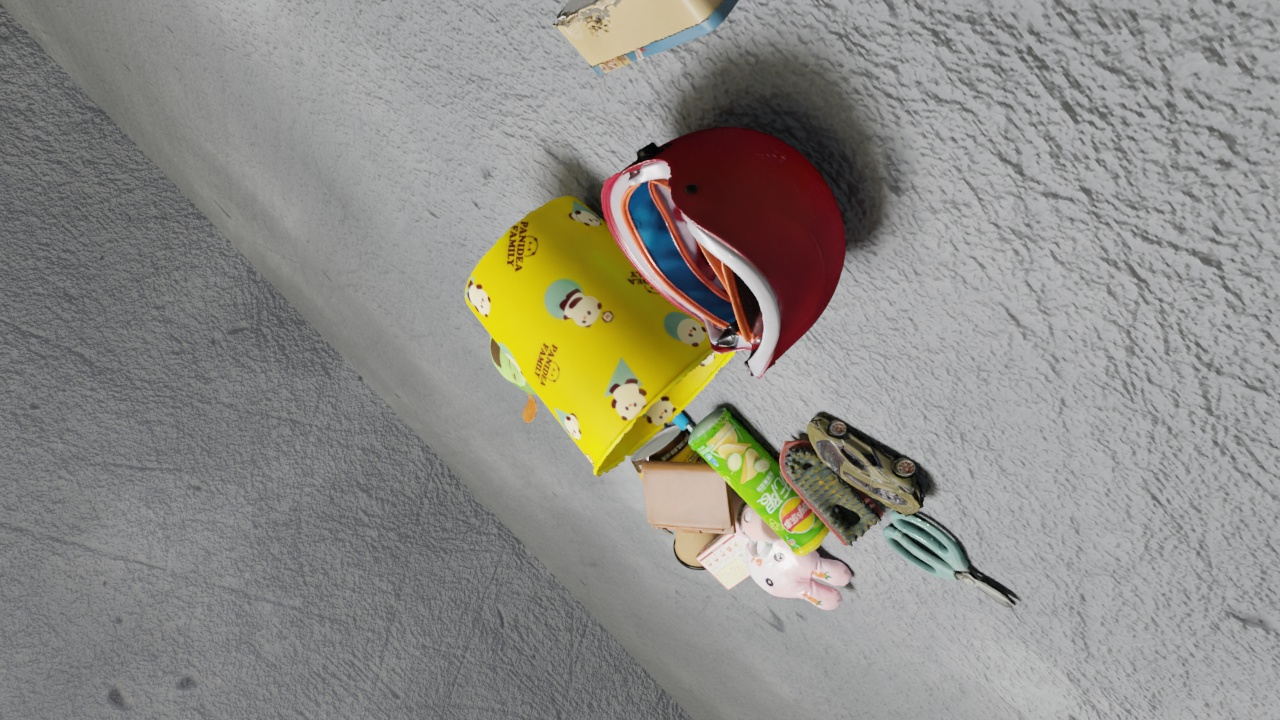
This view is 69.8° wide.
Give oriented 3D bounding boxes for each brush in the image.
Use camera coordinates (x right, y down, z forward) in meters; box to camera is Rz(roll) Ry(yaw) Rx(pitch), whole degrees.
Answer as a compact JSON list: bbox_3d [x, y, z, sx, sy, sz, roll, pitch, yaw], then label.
[{"bbox_3d":[0.226,0.155,1.124,0.146,0.063,0.069,46,-172,-3],"label":"brush"}]

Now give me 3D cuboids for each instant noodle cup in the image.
[{"bbox_3d":[0.054,0.168,1.377,0.114,0.118,0.119,57,156,-9],"label":"instant noodle cup"}]

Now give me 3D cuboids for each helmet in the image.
[{"bbox_3d":[0.080,-0.112,0.791,0.240,0.143,0.207,37,161,56],"label":"helmet"}]

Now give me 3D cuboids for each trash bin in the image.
[{"bbox_3d":[-0.051,-0.036,1.061,0.255,0.229,0.230,46,159,10],"label":"trash bin"}]

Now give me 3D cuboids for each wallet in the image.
[{"bbox_3d":[0.068,0.201,1.298,0.131,0.035,0.119,-1,107,28],"label":"wallet"}]

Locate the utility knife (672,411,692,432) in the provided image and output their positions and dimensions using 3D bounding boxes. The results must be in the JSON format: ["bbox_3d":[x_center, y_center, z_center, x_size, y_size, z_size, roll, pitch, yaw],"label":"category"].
[{"bbox_3d":[0.045,0.072,1.336,0.218,0.018,0.034,47,158,-3],"label":"utility knife"}]

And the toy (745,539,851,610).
[{"bbox_3d":[0.229,0.305,1.355,0.159,0.054,0.121,22,121,20],"label":"toy"}]

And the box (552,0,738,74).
[{"bbox_3d":[0.014,-0.274,0.674,0.061,0.089,0.184,42,164,-30],"label":"box"}]

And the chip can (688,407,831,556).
[{"bbox_3d":[0.159,0.159,1.224,0.221,0.072,0.073,46,158,-3],"label":"chip can"}]

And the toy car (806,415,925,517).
[{"bbox_3d":[0.250,0.118,1.036,0.158,0.042,0.070,33,155,31],"label":"toy car"}]

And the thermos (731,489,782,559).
[{"bbox_3d":[0.146,0.235,1.353,0.067,0.087,0.199,14,174,-23],"label":"thermos"}]

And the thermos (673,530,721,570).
[{"bbox_3d":[0.096,0.285,1.547,0.093,0.092,0.143,29,145,34],"label":"thermos"}]

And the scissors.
[{"bbox_3d":[0.365,0.245,1.094,0.180,0.019,0.144,38,157,12],"label":"scissors"}]

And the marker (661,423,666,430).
[{"bbox_3d":[0.040,0.114,1.423,0.146,0.016,0.017,51,157,-17],"label":"marker"}]

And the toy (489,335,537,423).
[{"bbox_3d":[-0.186,-0.012,1.462,0.247,0.089,0.227,-151,52,-63],"label":"toy"}]

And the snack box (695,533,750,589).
[{"bbox_3d":[0.159,0.302,1.453,0.077,0.026,0.156,43,133,1],"label":"snack box"}]
